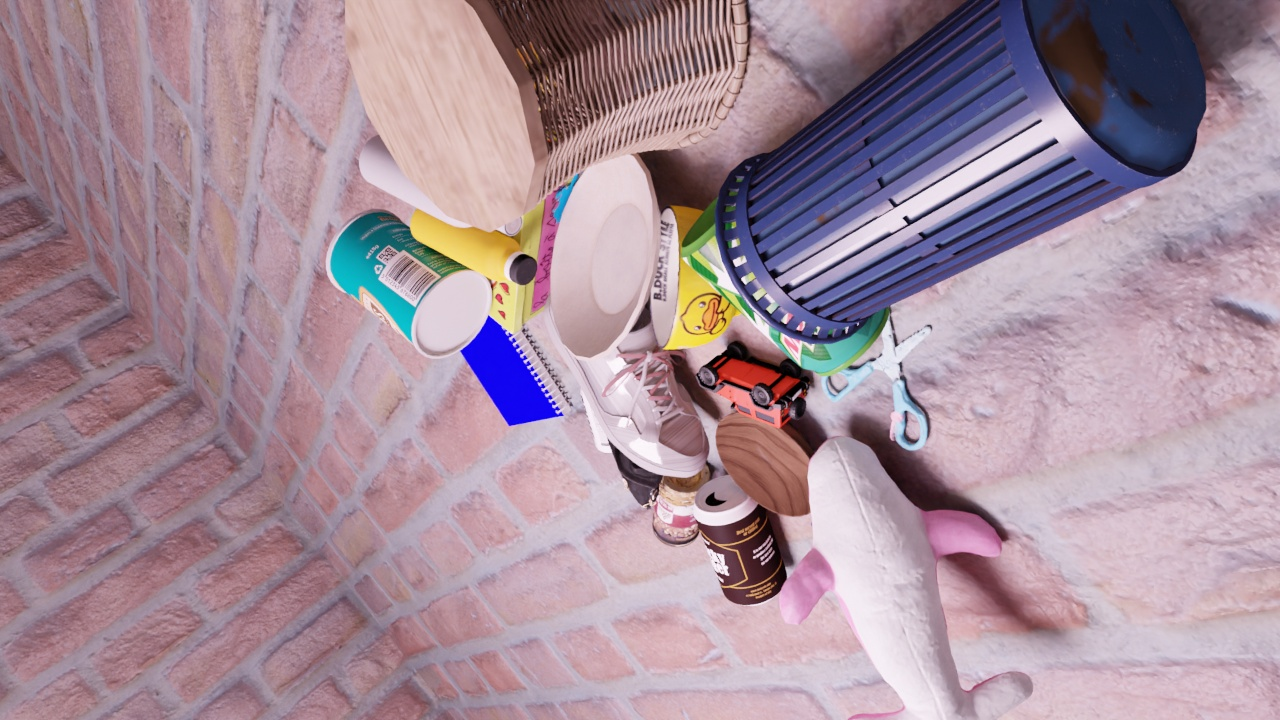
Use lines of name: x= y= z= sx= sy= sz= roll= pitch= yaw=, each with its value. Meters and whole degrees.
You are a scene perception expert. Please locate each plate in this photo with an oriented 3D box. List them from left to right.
plate: x=-0.027 y=-0.092 z=0.814 sx=0.189 sy=0.027 sz=0.188 roll=-19 pitch=68 yaw=56

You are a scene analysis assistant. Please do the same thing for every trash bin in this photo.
trash bin: x=0.169 y=-0.113 z=0.525 sx=0.139 sy=0.139 sz=0.250 roll=54 pitch=146 yaw=-4

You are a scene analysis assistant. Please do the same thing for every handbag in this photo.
handbag: x=-0.009 y=0.097 z=0.963 sx=0.128 sy=0.054 sz=0.079 roll=-117 pitch=19 yaw=-46

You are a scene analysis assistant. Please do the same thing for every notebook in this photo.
notebook: x=-0.181 y=-0.014 z=1.155 sx=0.172 sy=0.022 sz=0.209 roll=-15 pitch=110 yaw=57

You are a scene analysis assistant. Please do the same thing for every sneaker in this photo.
sneaker: x=-0.006 y=0.005 z=0.889 sx=0.236 sy=0.099 sz=0.090 roll=53 pitch=153 yaw=8

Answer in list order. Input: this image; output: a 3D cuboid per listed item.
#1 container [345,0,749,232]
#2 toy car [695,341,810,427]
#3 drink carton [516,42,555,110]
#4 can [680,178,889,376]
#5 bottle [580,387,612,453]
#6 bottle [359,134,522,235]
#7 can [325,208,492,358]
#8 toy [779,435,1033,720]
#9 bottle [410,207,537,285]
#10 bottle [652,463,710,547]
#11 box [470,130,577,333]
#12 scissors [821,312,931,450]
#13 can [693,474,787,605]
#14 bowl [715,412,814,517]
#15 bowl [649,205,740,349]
container: x=-0.072 y=-0.222 z=0.655 sx=0.227 sy=0.195 sz=0.227 roll=32 pitch=142 yaw=28
toy car: x=0.101 y=0.023 z=0.817 sx=0.100 sy=0.051 sz=0.049 roll=20 pitch=134 yaw=38
drink carton: x=-0.135 y=-0.225 z=0.787 sx=0.043 sy=0.134 sz=0.058 roll=-9 pitch=112 yaw=51
can: x=0.106 y=-0.061 z=0.675 sx=0.144 sy=0.082 sz=0.083 roll=41 pitch=149 yaw=-12
bottle: x=-0.043 y=0.048 z=1.026 sx=0.041 sy=0.041 sz=0.116 roll=19 pitch=135 yaw=40
bottle: x=-0.183 y=-0.158 z=0.852 sx=0.195 sy=0.052 sz=0.053 roll=29 pitch=141 yaw=32
can: x=-0.239 y=-0.080 z=0.946 sx=0.144 sy=0.099 sz=0.099 roll=34 pitch=143 yaw=27
toy: x=0.214 y=0.191 z=0.786 sx=0.128 sy=0.187 sz=0.265 roll=31 pitch=-141 yaw=-78
bottle: x=-0.158 y=-0.110 z=0.873 sx=0.144 sy=0.043 sz=0.043 roll=28 pitch=141 yaw=31
bottle: x=0.044 y=0.154 z=1.009 sx=0.056 sy=0.056 sz=0.105 roll=35 pitch=143 yaw=25
box: x=-0.136 y=-0.146 z=0.919 sx=0.124 sy=0.079 sz=0.221 roll=41 pitch=147 yaw=17
scissors: x=0.187 y=0.009 z=0.739 sx=0.118 sy=0.015 sz=0.139 roll=15 pitch=127 yaw=42
can: x=0.104 y=0.188 z=0.955 sx=0.072 sy=0.071 sz=0.129 roll=9 pitch=128 yaw=47
bowl: x=0.128 y=0.091 z=0.867 sx=0.119 sy=0.032 sz=0.119 roll=32 pitch=142 yaw=28
bowl: x=0.051 y=-0.067 z=0.758 sx=0.117 sy=0.067 sz=0.117 roll=180 pitch=91 yaw=-80
